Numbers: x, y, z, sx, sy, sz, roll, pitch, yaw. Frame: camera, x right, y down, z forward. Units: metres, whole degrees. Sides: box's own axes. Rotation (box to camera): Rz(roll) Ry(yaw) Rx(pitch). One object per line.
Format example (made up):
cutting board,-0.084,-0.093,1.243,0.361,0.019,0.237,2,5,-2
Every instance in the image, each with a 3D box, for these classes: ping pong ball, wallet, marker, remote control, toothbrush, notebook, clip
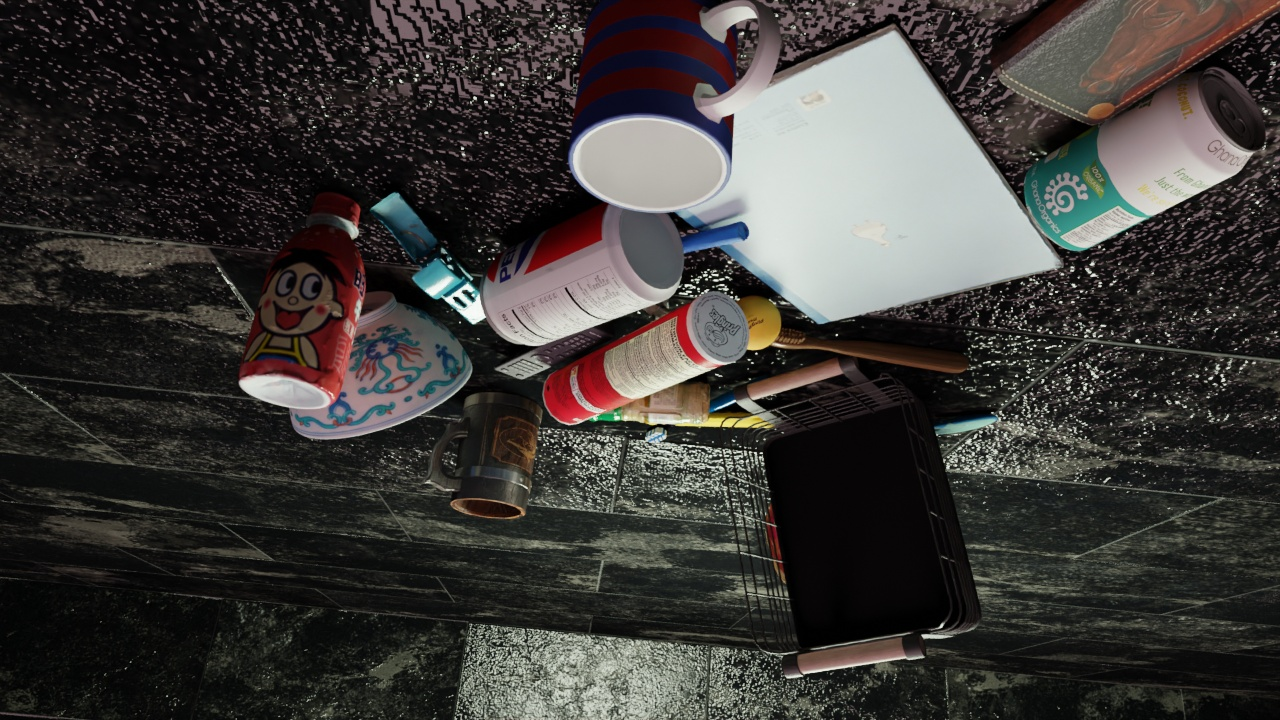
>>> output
ping pong ball,0.083,-0.028,0.674,0.040,0.040,0.040,4,156,2
wallet,0.222,-0.151,0.393,0.072,0.019,0.123,13,155,-24
marker,0.010,-0.072,0.610,0.142,0.013,0.013,-8,153,40
remote control,-0.075,-0.011,0.775,0.032,0.015,0.137,23,151,-35
toothbrush,0.181,-0.009,0.728,0.167,0.016,0.016,8,157,-5
notebook,0.126,-0.091,0.561,0.182,0.009,0.253,-13,150,37
toothbrush,0.061,0.046,0.862,0.014,0.014,0.168,32,141,-26
clip,-0.148,-0.078,0.622,0.121,0.031,0.130,51,179,-2
toothbrush,0.269,0.065,0.873,0.135,0.017,0.022,-8,150,29

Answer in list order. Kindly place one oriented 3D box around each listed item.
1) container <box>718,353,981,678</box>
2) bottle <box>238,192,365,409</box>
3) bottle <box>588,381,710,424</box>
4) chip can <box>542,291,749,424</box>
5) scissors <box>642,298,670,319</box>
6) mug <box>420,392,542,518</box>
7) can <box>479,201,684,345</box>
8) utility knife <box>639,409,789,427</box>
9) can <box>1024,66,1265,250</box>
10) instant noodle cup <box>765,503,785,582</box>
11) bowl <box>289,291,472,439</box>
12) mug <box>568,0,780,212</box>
container,0.172,0.133,0.775,0.163,0.241,0.130,-19,156,25
bottle,-0.207,-0.042,0.582,0.062,0.137,0.062,5,157,2
bottle,0.007,0.036,0.833,0.111,0.043,0.043,2,156,6
chip can,-0.004,0.004,0.718,0.051,0.051,0.215,19,155,-29
scissors,0.011,-0.032,0.714,0.141,0.014,0.162,14,156,-25
mug,-0.158,0.090,0.907,0.115,0.107,0.080,24,150,-37
can,-0.040,-0.056,0.599,0.132,0.070,0.070,-17,148,41
utility knife,0.064,0.057,0.901,0.165,0.017,0.030,-2,150,15
can,0.249,-0.099,0.462,0.055,0.054,0.102,16,154,-22
instant noodle cup,0.211,0.147,0.906,0.179,0.178,0.078,0,139,12
bowl,-0.211,-0.008,0.711,0.144,0.143,0.074,-5,115,21
mug,0.019,-0.127,0.420,0.075,0.076,0.112,23,151,-35
